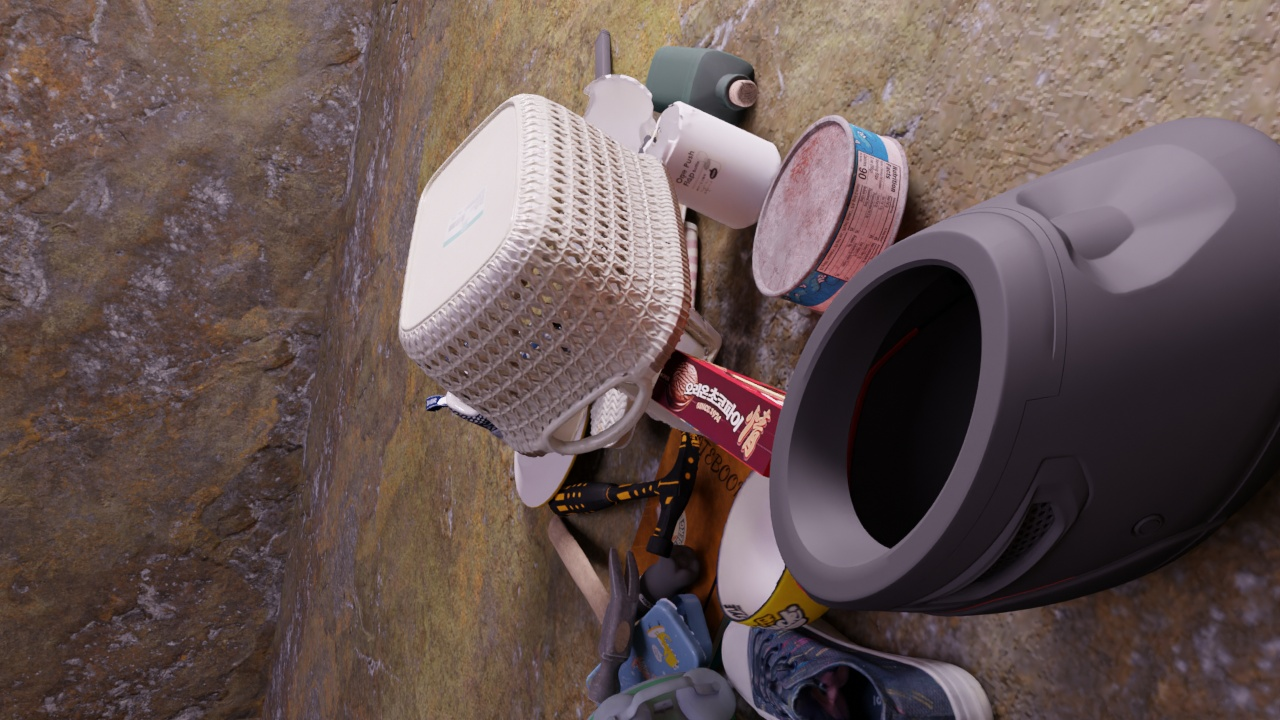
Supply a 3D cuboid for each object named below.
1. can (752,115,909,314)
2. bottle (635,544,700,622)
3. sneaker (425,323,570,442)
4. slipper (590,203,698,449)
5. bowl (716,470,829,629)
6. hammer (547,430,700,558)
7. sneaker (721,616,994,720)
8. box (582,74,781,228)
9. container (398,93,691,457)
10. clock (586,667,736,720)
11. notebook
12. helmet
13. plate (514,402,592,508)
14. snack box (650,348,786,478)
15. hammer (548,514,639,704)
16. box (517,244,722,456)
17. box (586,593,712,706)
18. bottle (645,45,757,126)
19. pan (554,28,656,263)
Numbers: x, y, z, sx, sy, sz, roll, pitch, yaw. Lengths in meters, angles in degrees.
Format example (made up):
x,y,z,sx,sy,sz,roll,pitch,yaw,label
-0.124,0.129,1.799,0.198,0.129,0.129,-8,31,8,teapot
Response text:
x,y,z,sx,sy,sz,roll,pitch,yaw,label
0.128,-0.100,0.637,0.130,0.044,0.130,-164,91,-73,can
0.015,0.199,0.802,0.110,0.036,0.036,-56,39,42,bottle
-0.131,0.008,0.940,0.270,0.132,0.103,-44,36,52,sneaker
0.008,-0.043,0.871,0.115,0.052,0.263,6,83,65,slipper
0.107,0.130,0.631,0.117,0.067,0.117,-161,91,-75,bowl
-0.025,0.127,0.895,0.321,0.036,0.123,-23,47,65,hammer
0.114,0.218,0.606,0.236,0.079,0.087,-7,78,61,sneaker
0.028,-0.173,0.757,0.085,0.162,0.112,-61,23,23,box
-0.071,-0.068,0.646,0.185,0.143,0.245,-38,37,26,container
0.017,0.286,0.710,0.162,0.121,0.075,88,163,-46,clock
0.049,0.162,0.802,0.178,0.014,0.250,49,127,54,notebook
0.186,0.017,0.413,0.164,0.169,0.265,-105,31,-47,helmet
-0.110,0.056,1.066,0.231,0.021,0.229,-45,37,48,plate
0.103,0.049,0.574,0.133,0.152,0.036,32,100,59,snack box
-0.055,0.213,0.917,0.331,0.030,0.119,-157,79,-75,hammer
-0.004,-0.002,0.744,0.096,0.145,0.185,-31,29,42,box
0.001,0.273,0.807,0.210,0.049,0.066,119,140,-49,box
0.059,-0.239,0.804,0.131,0.061,0.061,37,115,58,bottle
-0.035,-0.237,0.969,0.179,0.041,0.356,-49,33,44,pan
